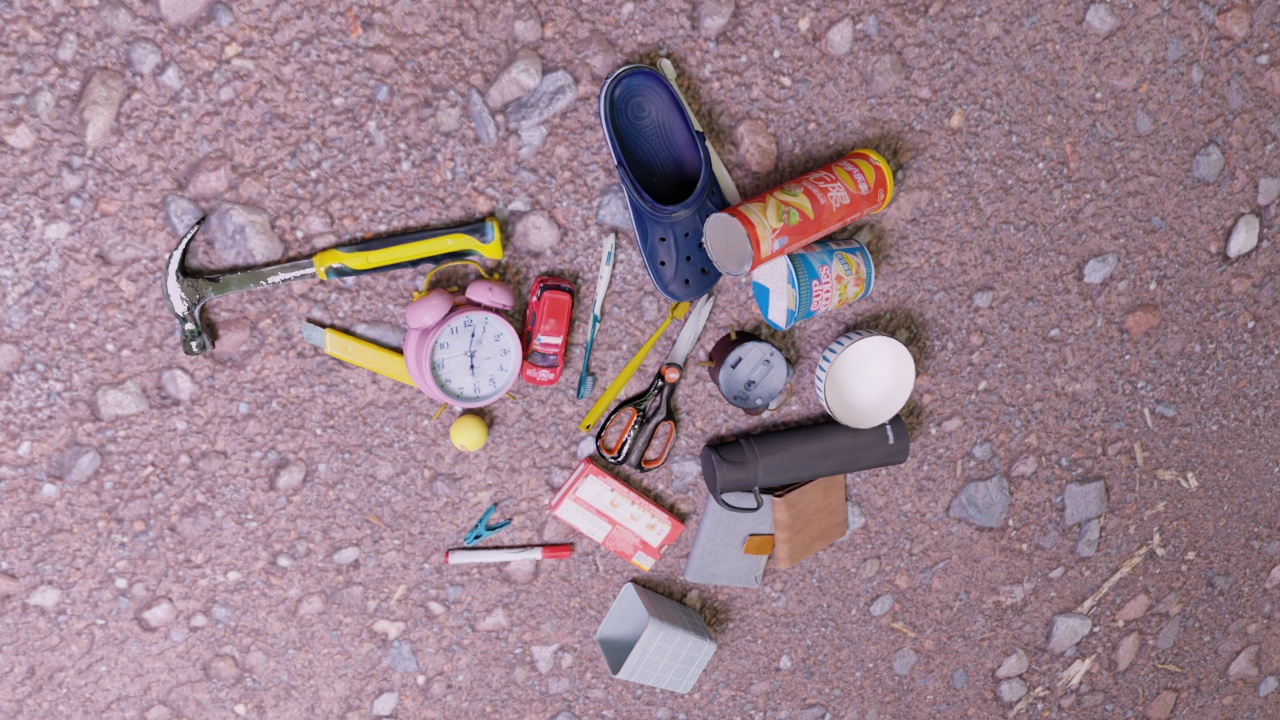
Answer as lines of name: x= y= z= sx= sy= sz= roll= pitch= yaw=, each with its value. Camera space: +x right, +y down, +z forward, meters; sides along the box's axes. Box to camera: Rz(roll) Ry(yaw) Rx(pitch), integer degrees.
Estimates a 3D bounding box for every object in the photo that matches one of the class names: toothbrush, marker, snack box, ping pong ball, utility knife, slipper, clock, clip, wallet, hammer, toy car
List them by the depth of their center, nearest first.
hammer: x=-0.297 y=-0.098 z=0.902 sx=0.323 sy=0.032 sz=0.126 roll=-12 pitch=113 yaw=-11
clock: x=-0.179 y=-0.025 z=0.934 sx=0.117 sy=0.060 sz=0.158 roll=-13 pitch=108 yaw=-25
slipper: x=0.035 y=-0.178 z=0.936 sx=0.105 sy=0.095 sz=0.253 roll=-22 pitch=110 yaw=-5
utility knife: x=-0.267 y=-0.002 z=0.953 sx=0.176 sy=0.015 sz=0.033 roll=23 pitch=93 yaw=-21
toothbrush: x=0.065 y=-0.236 z=0.964 sx=0.016 sy=0.016 sz=0.180 roll=-32 pitch=114 yaw=-1
toy car: x=-0.101 y=-0.028 z=0.976 sx=0.053 sy=0.045 sz=0.121 roll=6 pitch=109 yaw=-16
ping pong ball: x=-0.185 y=0.078 z=0.991 sx=0.040 sy=0.040 sz=0.040 roll=-5 pitch=110 yaw=-14
toothbrush: x=-0.046 y=-0.046 z=1.001 sx=0.018 sy=0.016 sz=0.192 roll=4 pitch=108 yaw=-28
toothbrush: x=-0.006 y=0.006 z=1.029 sx=0.015 sy=0.016 sz=0.190 roll=36 pitch=96 yaw=-24
clip: x=-0.178 y=0.192 z=1.048 sx=0.055 sy=0.013 sz=0.034 roll=-36 pitch=114 yaw=-4
clock: x=0.129 y=0.016 z=1.051 sx=0.122 sy=0.055 sz=0.082 roll=37 pitch=95 yaw=-25
marker: x=-0.153 y=0.225 z=1.065 sx=0.145 sy=0.017 sz=0.017 roll=1 pitch=108 yaw=-16
snack box: x=-0.027 y=0.183 z=1.081 sx=0.153 sy=0.025 sz=0.075 roll=36 pitch=95 yaw=-24
wallet: x=0.119 y=0.219 z=1.130 sx=0.106 sy=0.037 sz=0.130 roll=11 pitch=106 yaw=-18
wallet: x=0.212 y=0.195 z=1.143 sx=0.115 sy=0.020 sz=0.101 roll=-18 pitch=113 yaw=-30

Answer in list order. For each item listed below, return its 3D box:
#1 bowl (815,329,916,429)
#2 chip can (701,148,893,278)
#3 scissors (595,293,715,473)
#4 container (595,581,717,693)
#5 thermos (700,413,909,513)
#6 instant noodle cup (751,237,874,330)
bowl: x=0.256 y=0.015 z=1.080 sx=0.116 sy=0.066 sz=0.116 roll=-5 pitch=110 yaw=-13
chip can: x=0.167 y=-0.154 z=0.953 sx=0.216 sy=0.073 sz=0.073 roll=-28 pitch=116 yaw=-29
scissors: x=0.015 y=0.023 z=1.031 sx=0.139 sy=0.021 sz=0.235 roll=0 pitch=113 yaw=-13
container: x=0.022 y=0.340 z=1.118 sx=0.111 sy=0.090 sz=0.090 roll=25 pitch=100 yaw=-25
thermos: x=0.198 y=0.122 z=1.095 sx=0.242 sy=0.068 sz=0.090 roll=-10 pitch=76 yaw=-12
instant noodle cup: x=0.194 y=-0.093 z=1.015 sx=0.109 sy=0.099 sz=0.099 roll=-14 pitch=112 yaw=-19
